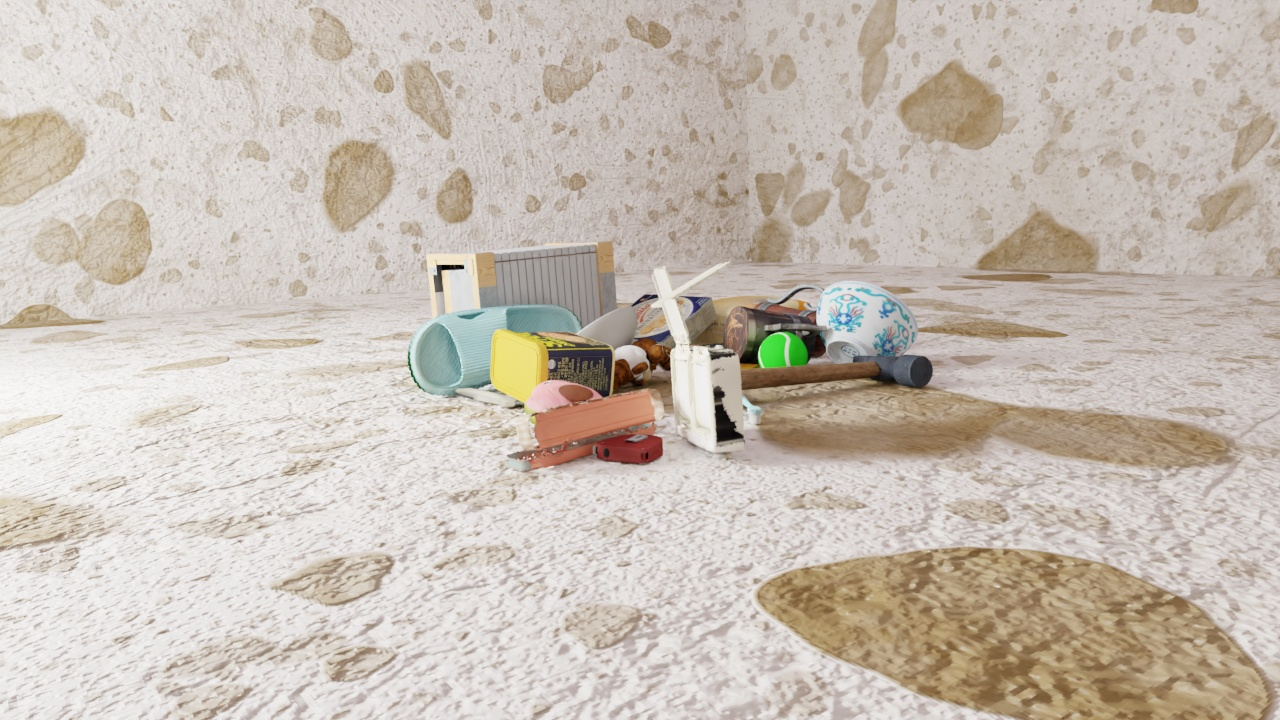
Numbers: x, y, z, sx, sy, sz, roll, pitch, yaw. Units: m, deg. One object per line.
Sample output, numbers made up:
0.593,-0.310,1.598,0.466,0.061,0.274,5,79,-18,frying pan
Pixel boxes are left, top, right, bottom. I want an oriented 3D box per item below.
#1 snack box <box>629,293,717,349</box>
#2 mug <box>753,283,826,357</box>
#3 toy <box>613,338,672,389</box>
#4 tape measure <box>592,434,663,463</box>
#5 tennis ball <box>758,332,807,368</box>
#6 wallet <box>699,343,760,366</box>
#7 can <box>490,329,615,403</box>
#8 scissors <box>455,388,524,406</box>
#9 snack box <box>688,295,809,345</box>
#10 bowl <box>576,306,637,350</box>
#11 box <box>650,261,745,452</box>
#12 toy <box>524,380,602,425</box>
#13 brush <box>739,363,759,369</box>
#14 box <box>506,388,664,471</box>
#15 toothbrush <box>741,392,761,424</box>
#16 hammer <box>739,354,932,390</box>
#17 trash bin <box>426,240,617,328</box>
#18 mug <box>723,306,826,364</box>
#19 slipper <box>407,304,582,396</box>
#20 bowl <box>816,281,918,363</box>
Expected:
0.025,-0.053,1.477,0.145,0.043,0.144,6,37,40,snack box
0.237,-0.063,1.430,0.111,0.117,0.081,11,-2,42,mug
-0.007,0.007,1.230,0.087,0.067,0.112,-17,16,37,toy
-0.009,0.082,0.879,0.059,0.019,0.051,3,11,29,tape measure
0.190,-0.005,1.226,0.065,0.065,0.065,-2,9,0,tennis ball
0.127,-0.009,1.387,0.089,0.026,0.115,-5,9,-5,wallet
-0.108,0.006,1.126,0.104,0.075,0.135,-2,12,-33,can
-0.154,0.046,1.153,0.179,0.015,0.198,1,10,9,scissors
0.180,-0.068,1.566,0.145,0.081,0.194,6,13,40,snack box
-0.058,-0.013,1.270,0.149,0.043,0.150,-35,-10,-7,bowl
0.044,-0.004,0.890,0.080,0.180,0.143,-5,3,-13,box
-0.087,0.049,1.000,0.090,0.051,0.110,-4,9,-21,toy
0.099,0.014,1.275,0.127,0.017,0.048,3,11,28,brush
-0.052,0.065,0.902,0.186,0.056,0.067,-10,-20,-47,box
0.119,0.049,1.071,0.016,0.016,0.180,-4,8,-3,toothbrush
0.194,0.018,1.132,0.321,0.040,0.129,-4,5,-26,hammer
-0.178,-0.102,1.409,0.246,0.142,0.143,-12,12,-39,trash bin
0.190,-0.035,1.290,0.107,0.080,0.116,6,-14,-20,mug
-0.186,-0.027,1.254,0.275,0.116,0.070,-13,-12,-36,slipper
0.303,-0.033,1.277,0.144,0.144,0.074,6,52,41,bowl
